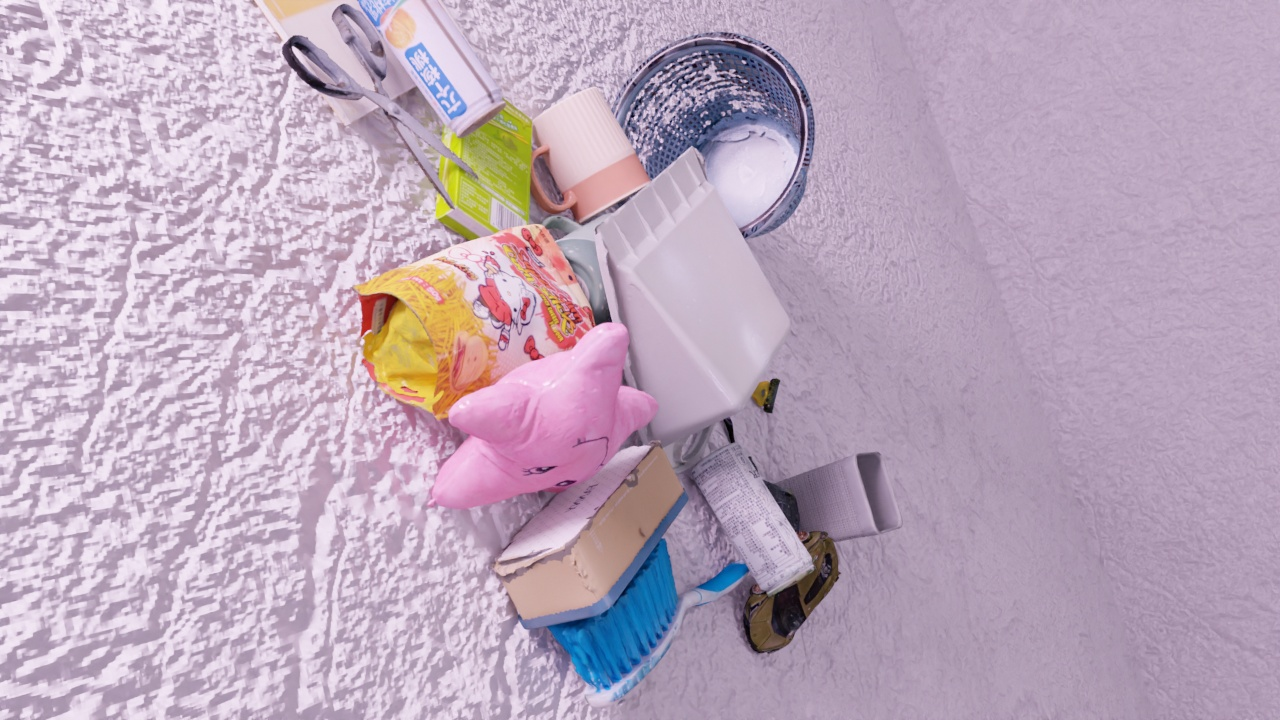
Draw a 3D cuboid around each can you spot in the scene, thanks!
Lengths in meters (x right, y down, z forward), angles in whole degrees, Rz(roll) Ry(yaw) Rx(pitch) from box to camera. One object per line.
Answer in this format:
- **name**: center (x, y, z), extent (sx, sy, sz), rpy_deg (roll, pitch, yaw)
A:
- **can**: center (-0.166, -0.247, 0.733), extent (0.134, 0.053, 0.053), rpy_deg (54, 33, -10)
- **can**: center (0.110, 0.155, 0.902), extent (0.058, 0.058, 0.146), rpy_deg (-6, 60, -58)

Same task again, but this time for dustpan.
- **dustpan**: center (0.033, -0.029, 0.874), extent (0.258, 0.143, 0.222), rpy_deg (54, 38, -11)

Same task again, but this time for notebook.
- **notebook**: center (-0.224, -0.285, 0.743), extent (0.146, 0.010, 0.205), rpy_deg (57, 33, -18)

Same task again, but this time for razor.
- **razor**: center (0.120, 0.028, 1.060), extent (0.132, 0.028, 0.043), rpy_deg (21, 85, -53)

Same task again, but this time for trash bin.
- **trash bin**: center (0.098, -0.223, 1.033), extent (0.195, 0.227, 0.226), rpy_deg (5, 66, -70)

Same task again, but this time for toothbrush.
- **toothbrush**: center (0.091, 0.050, 1.015), extent (0.014, 0.017, 0.189), rpy_deg (-19, 85, -58)

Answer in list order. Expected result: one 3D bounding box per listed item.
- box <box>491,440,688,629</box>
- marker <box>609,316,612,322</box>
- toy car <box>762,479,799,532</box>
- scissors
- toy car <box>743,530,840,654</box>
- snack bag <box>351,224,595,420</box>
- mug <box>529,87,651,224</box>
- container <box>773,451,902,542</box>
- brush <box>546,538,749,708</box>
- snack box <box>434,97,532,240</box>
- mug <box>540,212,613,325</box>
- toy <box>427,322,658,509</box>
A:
- **box**: center (-0.036, 0.131, 0.699), extent (0.060, 0.090, 0.183), rpy_deg (62, 34, -11)
- **marker**: center (-0.005, 0.005, 0.893), extent (0.016, 0.017, 0.145), rpy_deg (-14, 83, -59)
- **toy car**: center (0.129, 0.157, 0.986), extent (0.120, 0.037, 0.054), rpy_deg (28, 52, -41)
- **scissors**: center (-0.194, -0.196, 0.699), extent (0.159, 0.014, 0.177), rpy_deg (-1, 67, -53)
- **toy car**: center (0.158, 0.239, 0.947), extent (0.157, 0.042, 0.070), rpy_deg (-38, 115, -40)
- **snack bag**: center (-0.110, -0.035, 0.684), extent (0.128, 0.073, 0.207), rpy_deg (56, 37, 3)
- **mug**: center (-0.061, -0.190, 0.881), extent (0.114, 0.082, 0.106), rpy_deg (-34, 99, -28)
- **container**: center (0.221, 0.163, 1.047), extent (0.090, 0.115, 0.090), rpy_deg (6, 67, -55)
- **brush**: center (0.026, 0.199, 0.792), extent (0.313, 0.061, 0.109), rpy_deg (-32, 104, -61)
- **snack box**: center (-0.133, -0.169, 0.796), extent (0.085, 0.026, 0.156), rpy_deg (30, 48, -45)
- **mug**: center (-0.050, -0.089, 0.829), extent (0.112, 0.082, 0.106), rpy_deg (39, 35, 7)
- **toy**: center (-0.071, 0.056, 0.652), extent (0.074, 0.178, 0.195), rpy_deg (57, -6, 24)
